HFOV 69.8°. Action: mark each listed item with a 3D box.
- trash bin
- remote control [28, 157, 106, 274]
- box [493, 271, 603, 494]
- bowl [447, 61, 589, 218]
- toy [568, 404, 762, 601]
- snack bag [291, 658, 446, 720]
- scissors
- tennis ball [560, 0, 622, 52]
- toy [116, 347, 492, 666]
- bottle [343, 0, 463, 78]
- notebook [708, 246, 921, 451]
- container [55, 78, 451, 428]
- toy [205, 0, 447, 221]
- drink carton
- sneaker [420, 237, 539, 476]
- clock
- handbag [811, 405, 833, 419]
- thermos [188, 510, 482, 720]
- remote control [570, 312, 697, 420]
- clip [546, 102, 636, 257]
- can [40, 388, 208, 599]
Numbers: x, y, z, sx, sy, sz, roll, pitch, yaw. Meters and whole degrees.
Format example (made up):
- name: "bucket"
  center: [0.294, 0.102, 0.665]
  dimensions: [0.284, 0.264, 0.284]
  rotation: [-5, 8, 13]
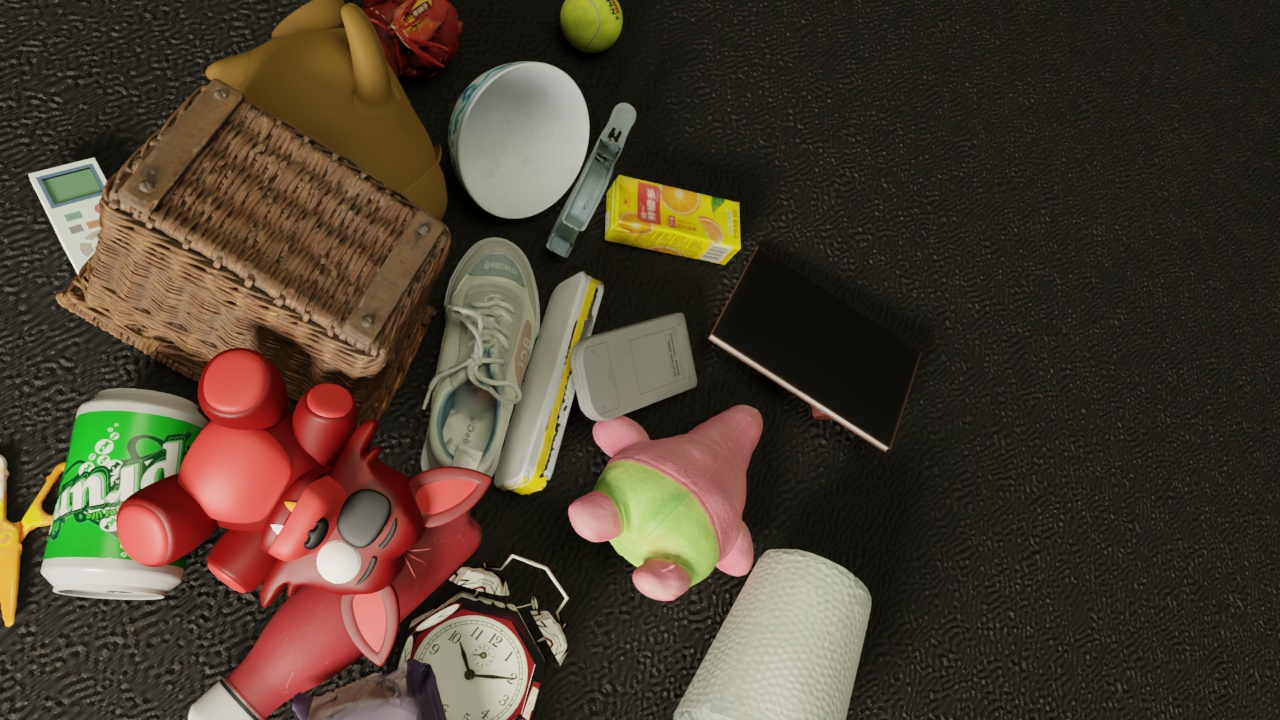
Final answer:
- name: "trash bin"
  center: [0.121, 0.255, 0.774]
  dimensions: [0.133, 0.134, 0.161]
  rotation: [35, 58, -7]
- name: "remote control"
  center: [-0.431, -0.090, 0.736]
  dimensions: [0.049, 0.024, 0.143]
  rotation: [-27, 83, -31]
- name: "box"
  center: [-0.078, 0.018, 0.815]
  dimensions: [0.033, 0.065, 0.209]
  rotation: [26, 63, -25]
- name: "bowl"
  center: [-0.127, -0.213, 0.859]
  dimensions: [0.143, 0.144, 0.074]
  rotation: [-32, 45, -28]
- name: "toy"
  center: [0.039, 0.112, 0.816]
  dimensions: [0.192, 0.097, 0.236]
  rotation: [47, 48, 2]
- name: "snack bag"
  center: [-0.169, 0.320, 0.641]
  dimensions: [0.096, 0.058, 0.205]
  rotation: [-17, 92, -8]
- name: "scissors"
  center: [-0.462, 0.126, 0.654]
  dimensions: [0.097, 0.012, 0.132]
  rotation: [25, 63, -10]
- name: "tennis ball"
  center: [-0.051, -0.355, 0.957]
  dimensions: [0.065, 0.065, 0.065]
  rotation: [7, 69, -19]
- name: "toy"
  center: [-0.226, 0.099, 0.625]
  dimensions: [0.197, 0.120, 0.158]
  rotation: [30, 86, -4]
- name: "bottle"
  center: [-0.215, -0.314, 0.862]
  dimensions: [0.099, 0.099, 0.111]
  rotation: [46, 67, -1]
- name: "notebook"
  center: [0.183, -0.016, 0.937]
  dimensions: [0.209, 0.008, 0.141]
  rotation: [32, 53, -3]
- name: "container"
  center: [-0.271, -0.070, 0.687]
  dimensions: [0.250, 0.184, 0.161]
  rotation: [32, 57, -15]
- name: "toy"
  center: [-0.244, -0.187, 0.784]
  dimensions: [0.203, 0.199, 0.162]
  rotation: [54, 43, -18]
- name: "drink carton"
  center: [0.032, -0.141, 0.927]
  dimensions: [0.134, 0.043, 0.058]
  rotation: [9, 66, -19]
- name: "sneaker"
  center: [-0.131, -0.006, 0.787]
  dimensions: [0.089, 0.091, 0.241]
  rotation: [14, 66, -15]
- name: "clock"
  center: [-0.122, 0.224, 0.719]
  dimensions: [0.114, 0.065, 0.154]
  rotation: [39, 78, -4]
- name: "handbag"
  center: [0.190, 0.002, 0.948]
  dimensions: [0.055, 0.029, 0.119]
  rotation: [-1, 67, -24]
- name: "thermos"
  center: [-0.226, 0.191, 0.689]
  dimensions: [0.073, 0.073, 0.239]
  rotation: [47, 63, 0]
- name: "remote control"
  center: [-0.005, 0.005, 0.835]
  dimensions: [0.150, 0.019, 0.074]
  rotation: [-18, 99, -47]
- name: "clip"
  center: [-0.055, -0.166, 0.906]
  dimensions: [0.028, 0.128, 0.166]
  rotation: [29, 55, -11]
- name: "can"
  center: [-0.367, 0.097, 0.659]
  dimensions: [0.087, 0.088, 0.139]
  rotation: [8, 69, -19]
